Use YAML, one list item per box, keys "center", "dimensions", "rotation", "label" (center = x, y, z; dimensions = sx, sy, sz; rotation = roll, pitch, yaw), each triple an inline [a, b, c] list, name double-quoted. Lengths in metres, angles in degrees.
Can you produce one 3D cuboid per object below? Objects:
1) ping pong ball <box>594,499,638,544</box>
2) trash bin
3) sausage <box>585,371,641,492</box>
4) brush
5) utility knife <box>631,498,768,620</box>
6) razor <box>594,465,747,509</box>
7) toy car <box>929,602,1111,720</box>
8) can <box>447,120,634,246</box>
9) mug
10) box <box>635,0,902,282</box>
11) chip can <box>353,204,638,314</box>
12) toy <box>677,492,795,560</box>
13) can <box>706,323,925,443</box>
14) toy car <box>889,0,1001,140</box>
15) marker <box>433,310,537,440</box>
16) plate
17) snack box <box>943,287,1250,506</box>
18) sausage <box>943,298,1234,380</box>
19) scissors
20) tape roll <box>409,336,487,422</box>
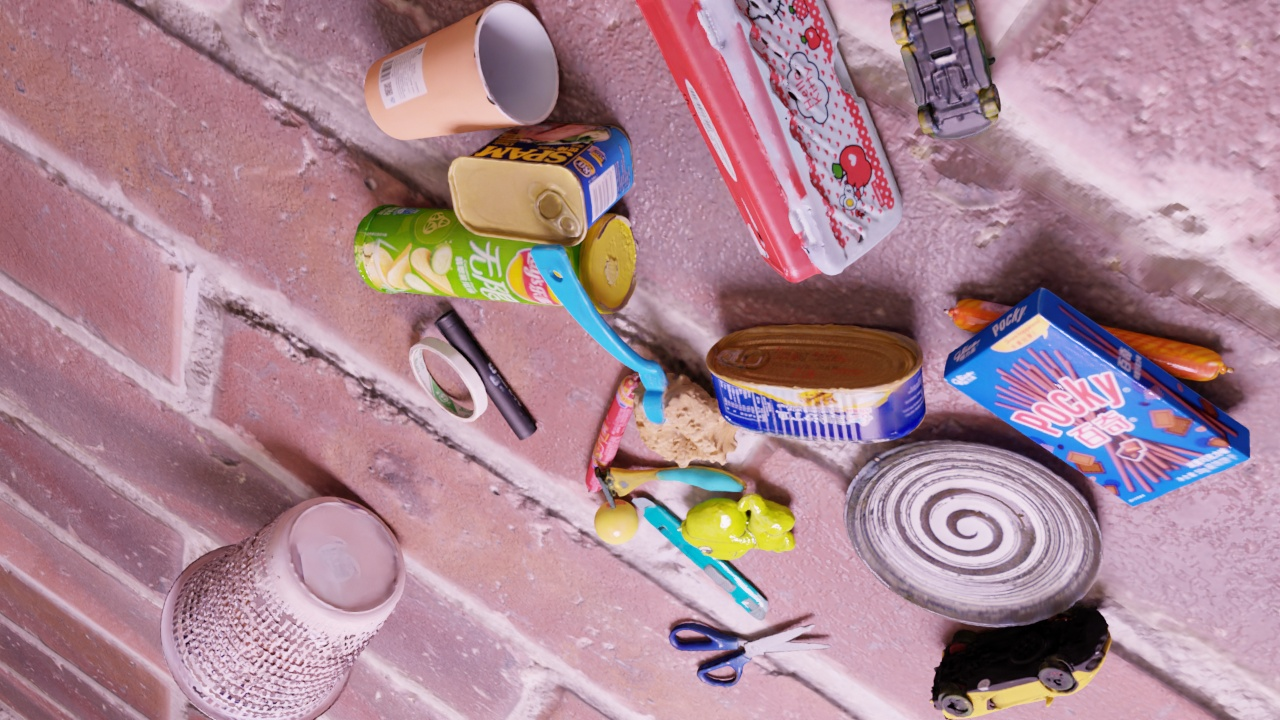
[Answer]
- center: [-0.022, 0.145, 0.822]
  dimensions: [0.040, 0.040, 0.040]
  rotation: [15, 128, 19]
  label: "ping pong ball"
- center: [-0.369, 0.258, 0.998]
  dimensions: [0.227, 0.226, 0.193]
  rotation: [45, 119, -6]
  label: "trash bin"
- center: [-0.025, 0.063, 0.781]
  dimensions: [0.020, 0.020, 0.156]
  rotation: [28, 131, 9]
  label: "sausage"
- center: [-0.004, 0.004, 0.658]
  dimensions: [0.083, 0.045, 0.255]
  rotation: [4, 149, 35]
  label: "brush"
- center: [0.055, 0.177, 0.821]
  dimensions: [0.164, 0.013, 0.029]
  rotation: [42, 129, -4]
  label: "utility knife"
- center: [0.027, 0.103, 0.772]
  dimensions: [0.133, 0.028, 0.043]
  rotation: [-4, 126, 24]
  label: "razor"
- center: [0.285, 0.231, 0.694]
  dimensions: [0.041, 0.071, 0.156]
  rotation: [47, 131, -6]
  label: "toy car"
- center: [-0.065, -0.125, 0.626]
  dimensions: [0.102, 0.083, 0.057]
  rotation: [10, 127, 23]
  label: "can"
- center: [-0.127, -0.189, 0.624]
  dimensions: [0.123, 0.078, 0.078]
  rotation: [-2, 121, 35]
  label: "mug"
- center: [0.086, -0.152, 0.541]
  dimensions: [0.099, 0.095, 0.201]
  rotation: [-28, 110, 3]
  label: "box"
- center: [-0.115, -0.079, 0.694]
  dimensions: [0.222, 0.072, 0.073]
  rotation: [6, 125, 25]
  label: "chip can"
- center: [0.080, 0.139, 0.767]
  dimensions: [0.100, 0.031, 0.097]
  rotation: [6, 136, 15]
  label: "toy"
- center: [0.119, 0.015, 0.631]
  dimensions: [0.148, 0.074, 0.049]
  rotation: [3, 127, 28]
  label: "can"
- center: [0.167, -0.166, 0.500]
  dimensions: [0.043, 0.036, 0.091]
  rotation: [-9, 116, 32]
  label: "toy car"
- center: [-0.136, 0.015, 0.807]
  dimensions: [0.022, 0.020, 0.132]
  rotation: [-25, 108, 29]
  label: "marker"
- center: [0.241, 0.124, 0.676]
  dimensions: [0.179, 0.024, 0.180]
  rotation: [14, 129, 18]
  label: "plate"
- center: [0.276, 0.027, 0.562]
  dimensions: [0.157, 0.026, 0.085]
  rotation: [33, 143, -5]
  label: "snack box"
- center: [0.270, -0.013, 0.562]
  dimensions: [0.165, 0.021, 0.021]
  rotation: [15, 128, 20]
  label: "sausage"
- center: [0.105, 0.278, 0.865]
  dimensions: [0.171, 0.012, 0.141]
  rotation: [8, 126, 26]
  label: "scissors"
- center: [-0.172, 0.017, 0.818]
  dimensions: [0.086, 0.013, 0.086]
  rotation: [29, 142, 25]
  label: "tape roll"
